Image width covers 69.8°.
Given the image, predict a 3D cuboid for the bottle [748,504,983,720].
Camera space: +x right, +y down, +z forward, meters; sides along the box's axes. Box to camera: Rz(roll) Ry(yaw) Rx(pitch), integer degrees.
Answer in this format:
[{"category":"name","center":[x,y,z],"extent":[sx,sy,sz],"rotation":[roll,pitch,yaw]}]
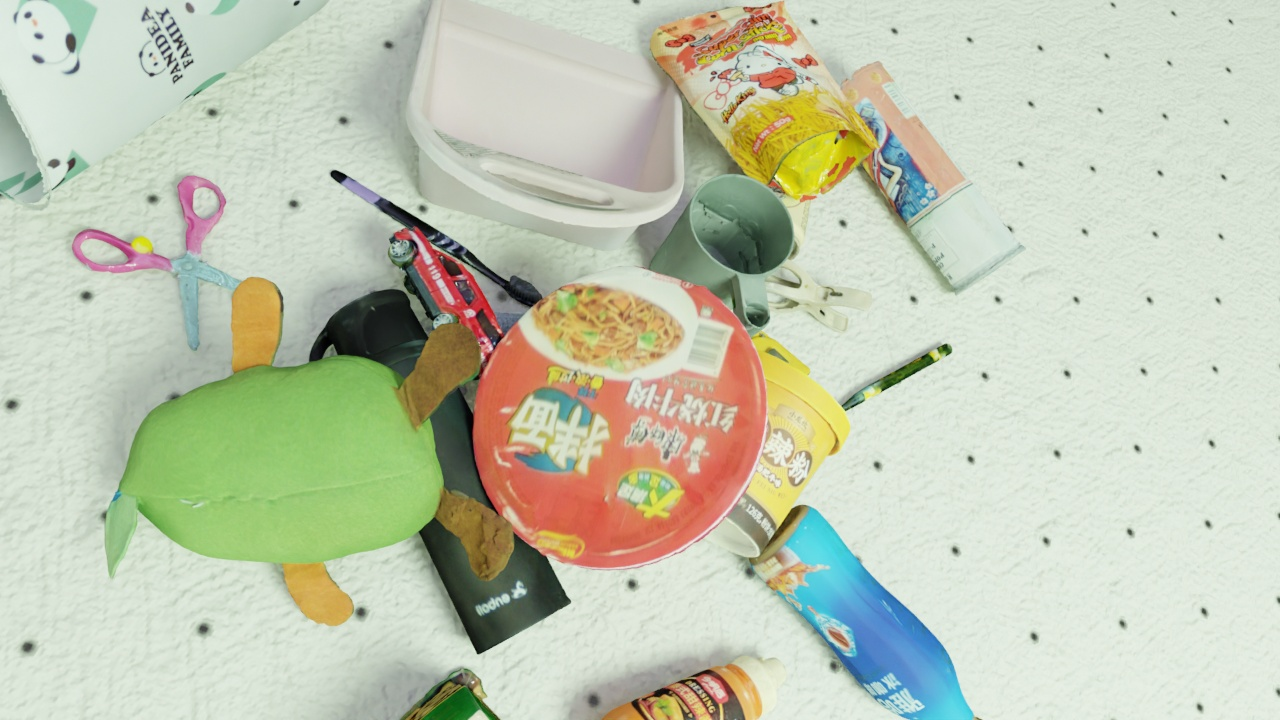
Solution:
[{"category":"bottle","center":[0.173,0.202,0.665],"extent":[0.218,0.065,0.065],"rotation":[46,63,3]}]

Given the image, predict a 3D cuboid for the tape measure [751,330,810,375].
[{"category":"tape measure","center":[0.102,0.009,0.735],"extent":[0.060,0.029,0.057],"rotation":[40,64,-1]}]

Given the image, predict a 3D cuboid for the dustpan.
[{"category":"dustpan","center":[-0.061,-0.196,0.696],"extent":[0.222,0.139,0.273],"rotation":[11,68,-14]}]

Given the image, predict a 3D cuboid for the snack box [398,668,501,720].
[{"category":"snack box","center":[-0.102,0.257,0.529],"extent":[0.117,0.106,0.118],"rotation":[-40,87,-27]}]

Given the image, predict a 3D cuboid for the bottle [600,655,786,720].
[{"category":"bottle","center":[0.040,0.239,0.613],"extent":[0.149,0.067,0.066],"rotation":[-20,77,-31]}]

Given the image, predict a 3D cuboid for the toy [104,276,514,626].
[{"category":"toy","center":[-0.198,0.061,0.545],"extent":[0.247,0.089,0.227],"rotation":[-5,103,8]}]

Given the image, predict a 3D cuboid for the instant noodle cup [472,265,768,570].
[{"category":"instant noodle cup","center":[-0.008,0.040,0.593],"extent":[0.194,0.066,0.193],"rotation":[-6,71,17]}]

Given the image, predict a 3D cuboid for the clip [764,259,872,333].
[{"category":"clip","center":[0.138,-0.054,0.767],"extent":[0.100,0.070,0.034],"rotation":[17,64,-5]}]

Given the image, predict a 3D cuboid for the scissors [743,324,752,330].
[{"category":"scissors","center":[-0.004,0.000,0.664],"extent":[0.162,0.012,0.176],"rotation":[-36,52,2]}]

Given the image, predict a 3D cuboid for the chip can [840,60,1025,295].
[{"category":"chip can","center":[0.252,-0.165,0.829],"extent":[0.071,0.071,0.214],"rotation":[-31,82,-26]}]

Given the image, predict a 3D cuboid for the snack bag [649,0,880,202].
[{"category":"snack bag","center":[0.101,-0.225,0.760],"extent":[0.128,0.073,0.207],"rotation":[-21,58,-7]}]

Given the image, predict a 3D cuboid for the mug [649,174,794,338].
[{"category":"mug","center":[0.061,-0.064,0.708],"extent":[0.083,0.104,0.123],"rotation":[1,71,-19]}]

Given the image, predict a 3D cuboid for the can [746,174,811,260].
[{"category":"can","center":[0.117,-0.145,0.782],"extent":[0.058,0.059,0.116],"rotation":[19,65,-11]}]

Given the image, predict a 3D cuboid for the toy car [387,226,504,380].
[{"category":"toy car","center":[-0.133,-0.043,0.636],"extent":[0.045,0.053,0.120],"rotation":[-32,70,-13]}]

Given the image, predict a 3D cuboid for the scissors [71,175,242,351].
[{"category":"scissors","center":[-0.313,-0.073,0.634],"extent":[0.133,0.017,0.133],"rotation":[22,63,-15]}]

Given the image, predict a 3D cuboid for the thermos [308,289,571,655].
[{"category":"thermos","center":[-0.141,0.075,0.615],"extent":[0.090,0.068,0.242],"rotation":[-31,79,6]}]

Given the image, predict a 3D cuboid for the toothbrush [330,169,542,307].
[{"category":"toothbrush","center":[-0.153,-0.093,0.695],"extent":[0.189,0.017,0.014],"rotation":[32,63,-3]}]

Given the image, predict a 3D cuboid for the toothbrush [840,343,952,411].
[{"category":"toothbrush","center":[0.195,0.022,0.772],"extent":[0.185,0.012,0.017],"rotation":[-25,69,-25]}]

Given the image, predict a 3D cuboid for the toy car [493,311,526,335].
[{"category":"toy car","center":[-0.105,-0.017,0.673],"extent":[0.090,0.034,0.043],"rotation":[-1,73,-17]}]

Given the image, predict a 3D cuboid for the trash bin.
[{"category":"trash bin","center":[-0.349,-0.259,0.583],"extent":[0.229,0.230,0.251],"rotation":[43,58,0]}]

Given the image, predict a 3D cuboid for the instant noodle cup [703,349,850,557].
[{"category":"instant noodle cup","center":[0.072,0.068,0.659],"extent":[0.118,0.119,0.114],"rotation":[36,71,-3]}]
